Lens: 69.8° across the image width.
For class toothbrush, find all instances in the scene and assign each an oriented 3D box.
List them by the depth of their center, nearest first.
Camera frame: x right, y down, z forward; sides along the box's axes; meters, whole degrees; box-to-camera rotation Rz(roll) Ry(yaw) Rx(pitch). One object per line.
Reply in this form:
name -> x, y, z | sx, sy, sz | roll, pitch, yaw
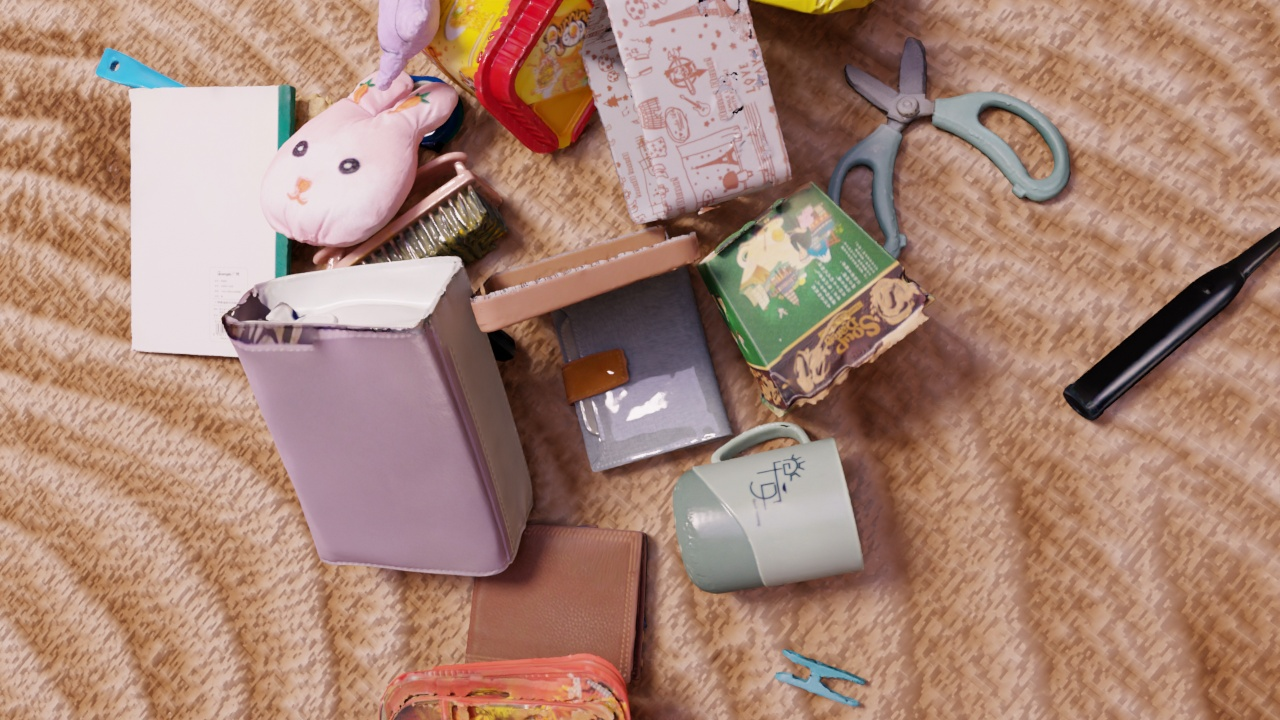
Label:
toothbrush -> 0.353, -0.042, 0.570 | 0.213, 0.027, 0.026 | -42, 30, 3

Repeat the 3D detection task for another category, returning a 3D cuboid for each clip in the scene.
clip -> 0.115, 0.204, 0.588 | 0.057, 0.014, 0.045 | 15, 82, 16

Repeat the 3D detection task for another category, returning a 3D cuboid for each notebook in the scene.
notebook -> -0.337, -0.108, 0.716 | 0.150, 0.012, 0.209 | 3, 93, 16

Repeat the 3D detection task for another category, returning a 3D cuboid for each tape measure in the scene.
tape measure -> -0.165, -0.191, 0.713 | 0.054, 0.025, 0.058 | 9, 86, 12

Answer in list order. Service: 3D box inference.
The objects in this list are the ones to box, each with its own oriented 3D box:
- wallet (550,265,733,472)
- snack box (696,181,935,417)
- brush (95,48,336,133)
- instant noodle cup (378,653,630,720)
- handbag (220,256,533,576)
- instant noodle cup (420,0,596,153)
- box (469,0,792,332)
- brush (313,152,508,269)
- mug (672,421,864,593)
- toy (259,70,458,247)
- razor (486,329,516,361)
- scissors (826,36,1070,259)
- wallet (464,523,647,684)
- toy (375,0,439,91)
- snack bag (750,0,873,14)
wallet -> -0.004, 0.004, 0.637 | 0.107, 0.037, 0.129 | -16, 77, 9
snack box -> 0.098, -0.044, 0.568 | 0.118, 0.117, 0.105 | -37, 94, 2
brush -> -0.332, -0.201, 0.736 | 0.255, 0.046, 0.083 | 23, 89, 10
instant noodle cup -> -0.073, 0.276, 0.577 | 0.165, 0.079, 0.188 | -7, 88, 12
handbag -> -0.160, 0.039, 0.586 | 0.145, 0.098, 0.197 | -4, 124, 9
instant noodle cup -> -0.095, -0.231, 0.665 | 0.124, 0.116, 0.116 | 32, 89, 27
box -> -0.026, -0.131, 0.569 | 0.197, 0.181, 0.157 | -19, 101, -1
brush -> -0.173, -0.090, 0.679 | 0.146, 0.063, 0.073 | -33, 79, 7
mug -> 0.078, 0.089, 0.587 | 0.106, 0.082, 0.111 | -13, 48, 11
toy -> -0.203, -0.150, 0.661 | 0.121, 0.054, 0.159 | 21, 68, 26
razor -> -0.167, 0.023, 0.668 | 0.167, 0.062, 0.067 | -40, 44, 9
scissors -> 0.209, -0.140, 0.624 | 0.181, 0.019, 0.170 | 7, 81, 15
wallet -> -0.057, 0.162, 0.626 | 0.125, 0.032, 0.101 | 2, 78, 12
toy -> -0.160, -0.247, 0.628 | 0.084, 0.039, 0.108 | -33, 55, 47
snack bag -> 0.055, -0.294, 0.613 | 0.246, 0.157, 0.068 | 22, 125, 15
